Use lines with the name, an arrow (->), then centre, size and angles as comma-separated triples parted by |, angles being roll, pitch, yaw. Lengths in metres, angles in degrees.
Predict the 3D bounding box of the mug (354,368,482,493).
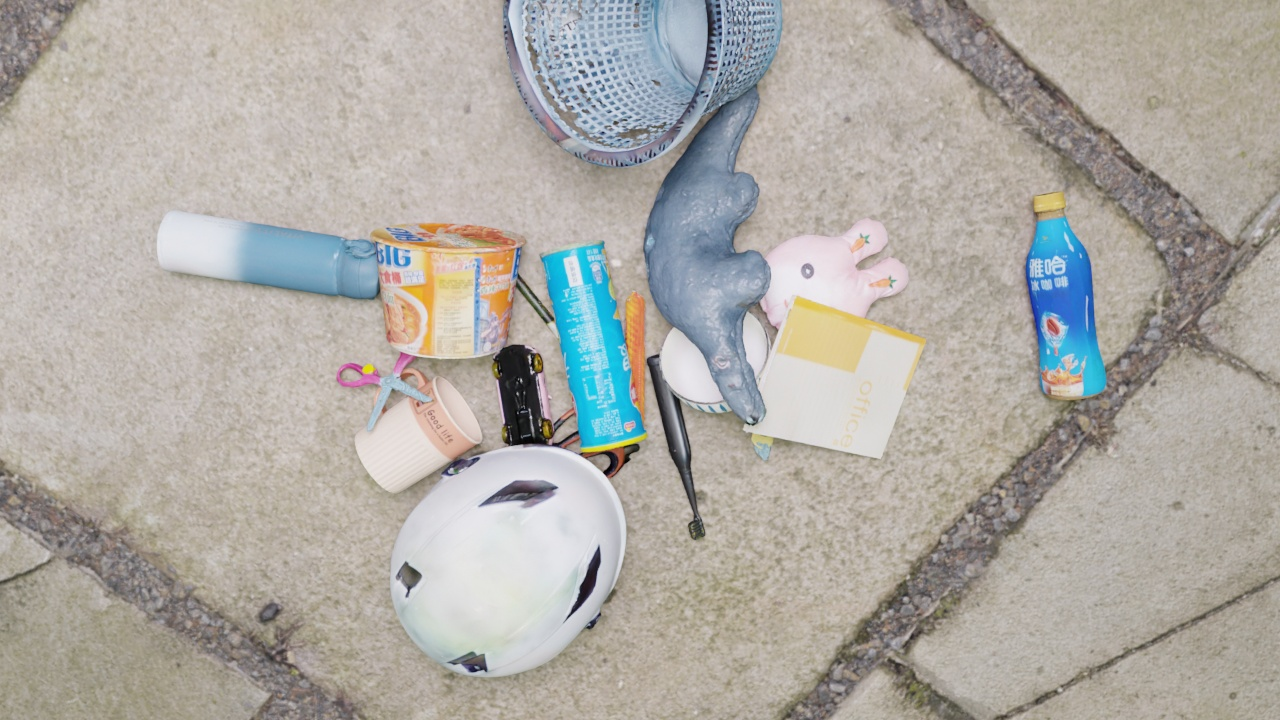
mug -> -0.242, 0.067, 0.971 | 0.106, 0.081, 0.114 | -33, 72, 5

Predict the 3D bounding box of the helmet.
helmet -> -0.144, 0.213, 0.930 | 0.259, 0.145, 0.229 | -35, 94, 14

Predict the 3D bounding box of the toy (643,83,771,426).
toy -> 0.068, -0.108, 0.922 | 0.138, 0.091, 0.356 | -9, 76, 27

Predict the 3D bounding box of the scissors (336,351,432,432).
scissors -> -0.260, 0.015, 0.959 | 0.133, 0.017, 0.135 | 20, 62, 31

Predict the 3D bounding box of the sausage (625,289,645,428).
sausage -> -0.006, 0.006, 0.988 | 0.021, 0.021, 0.165 | 0, 93, -2

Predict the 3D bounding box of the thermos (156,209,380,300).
thermos -> -0.371, -0.107, 0.940 | 0.220, 0.070, 0.070 | 8, 99, -3

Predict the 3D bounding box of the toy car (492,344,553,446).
toy car -> -0.125, 0.043, 0.988 | 0.056, 0.037, 0.122 | -9, 89, 8

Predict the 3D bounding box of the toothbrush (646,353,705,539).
toothbrush -> 0.042, 0.097, 1.008 | 0.027, 0.026, 0.213 | -21, 102, -39

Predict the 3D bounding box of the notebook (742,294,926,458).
notebook -> 0.208, 0.023, 0.961 | 0.206, 0.010, 0.146 | 14, 99, -35

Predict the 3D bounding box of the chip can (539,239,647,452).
chip can -> -0.049, -0.015, 0.950 | 0.071, 0.071, 0.210 | -12, 91, 0

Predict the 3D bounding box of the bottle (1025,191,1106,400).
bottle -> 0.449, -0.069, 0.977 | 0.065, 0.065, 0.219 | -11, 99, -1

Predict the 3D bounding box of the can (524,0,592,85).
can -> -0.098, -0.351, 0.913 | 0.058, 0.058, 0.147 | -31, 99, 3

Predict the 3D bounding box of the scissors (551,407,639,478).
scissors -> -0.103, 0.127, 1.013 | 0.193, 0.015, 0.206 | 20, 98, -6

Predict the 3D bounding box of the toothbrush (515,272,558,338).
toothbrush -> -0.093, -0.039, 0.985 | 0.012, 0.017, 0.186 | -43, 100, -28

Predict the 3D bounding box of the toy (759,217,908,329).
toy -> 0.203, -0.085, 0.973 | 0.159, 0.054, 0.121 | -30, 91, -4

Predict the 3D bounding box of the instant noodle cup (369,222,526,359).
instant noodle cup -> -0.191, -0.071, 0.917 | 0.151, 0.151, 0.111 | 4, 107, -3

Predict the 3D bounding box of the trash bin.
trash bin -> 0.022, -0.303, 0.837 | 0.227, 0.194, 0.227 | 15, 116, 32

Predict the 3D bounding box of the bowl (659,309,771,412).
bowl -> 0.084, 0.005, 0.964 | 0.117, 0.066, 0.116 | -9, 62, 17

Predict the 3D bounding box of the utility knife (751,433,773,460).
utility knife -> 0.150, 0.031, 1.010 | 0.031, 0.018, 0.163 | 13, 103, -2
